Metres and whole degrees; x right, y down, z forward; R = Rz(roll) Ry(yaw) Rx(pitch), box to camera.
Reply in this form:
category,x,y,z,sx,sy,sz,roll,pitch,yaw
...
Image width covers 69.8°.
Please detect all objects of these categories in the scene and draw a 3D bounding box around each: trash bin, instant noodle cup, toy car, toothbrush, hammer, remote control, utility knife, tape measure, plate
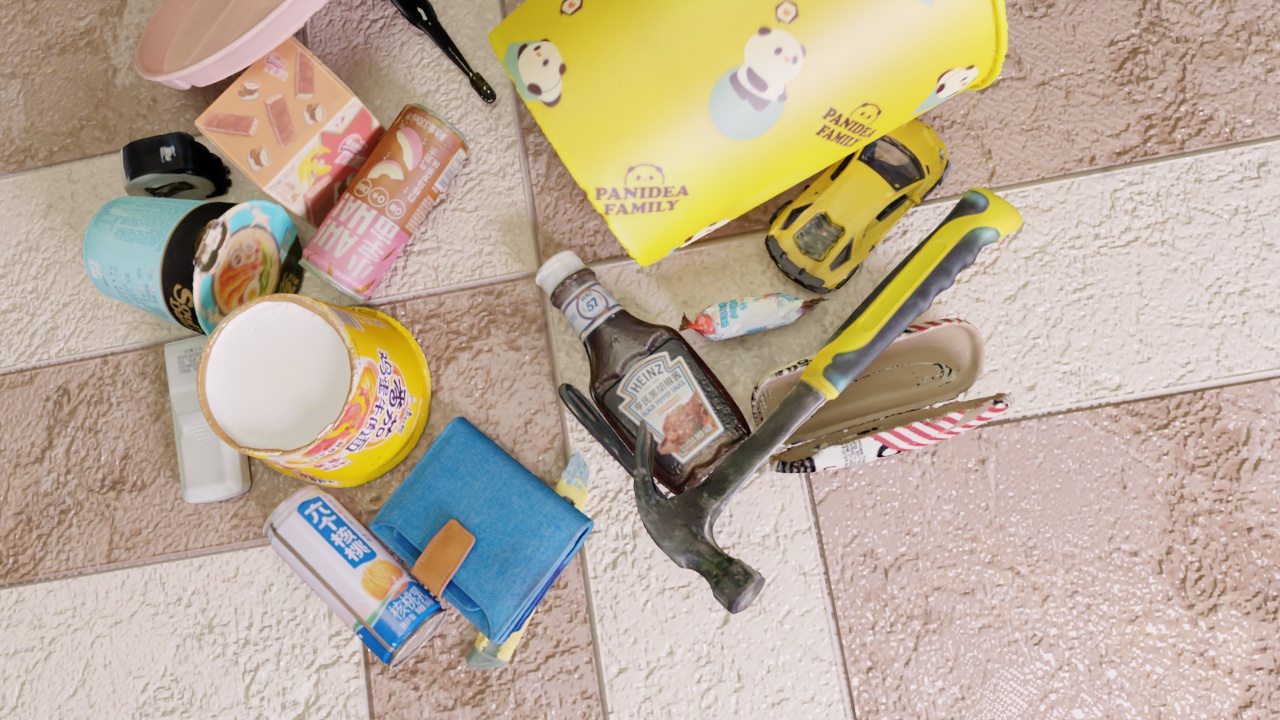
category,x,y,z,sx,sy,sz,roll,pitch,yaw
trash bin,0.058,-0.205,0.595,0.255,0.229,0.229,-33,78,6
instant noodle cup,-0.228,0.018,0.639,0.138,0.110,0.138,-1,81,6
toy car,0.155,-0.116,0.656,0.156,0.041,0.071,-44,79,-4
toothbrush,0.001,0.083,0.651,0.015,0.018,0.181,-42,77,2
toothbrush,-0.180,-0.282,0.728,0.026,0.027,0.212,-37,78,-8
hammer,0.123,0.002,0.589,0.323,0.032,0.126,-45,61,-11
remote control,-0.326,0.043,0.689,0.049,0.024,0.125,-13,78,3
utility knife,-0.075,0.144,0.652,0.031,0.018,0.167,25,79,4
tape measure,-0.361,-0.145,0.705,0.066,0.066,0.033,-12,81,3
instant noodle cup,-0.333,-0.074,0.674,0.120,0.111,0.111,14,82,16
plate,-0.285,-0.288,0.689,0.230,0.028,0.229,-17,52,22

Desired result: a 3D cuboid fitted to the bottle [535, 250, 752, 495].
category,x,y,z,sx,sy,sz,roll,pitch,yaw
bottle,-0.004,0.004,0.651,0.080,0.044,0.195,-39,78,0

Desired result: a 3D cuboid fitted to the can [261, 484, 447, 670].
category,x,y,z,sx,sy,sz,roll,pitch,yaw
can,-0.200,0.149,0.641,0.134,0.053,0.053,41,86,11

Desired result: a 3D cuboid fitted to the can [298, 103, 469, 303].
category,x,y,z,sx,sy,sz,roll,pitch,yaw
can,-0.190,-0.117,0.685,0.058,0.058,0.147,32,85,10

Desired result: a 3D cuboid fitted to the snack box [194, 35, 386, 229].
category,x,y,z,sx,sy,sz,roll,pitch,yaw
snack box,-0.250,-0.166,0.682,0.077,0.093,0.094,43,86,11

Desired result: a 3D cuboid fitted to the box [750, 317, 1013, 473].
category,x,y,z,sx,sy,sz,roll,pitch,yaw
box,0.156,0.021,0.616,0.163,0.076,0.088,-19,83,6

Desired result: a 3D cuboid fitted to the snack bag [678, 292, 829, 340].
category,x,y,z,sx,sy,sz,roll,pitch,yaw
snack bag,0.079,-0.032,0.648,0.105,0.045,0.026,-10,92,5

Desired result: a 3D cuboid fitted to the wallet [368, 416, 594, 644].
category,x,y,z,sx,sy,sz,roll,pitch,yaw
wallet,-0.113,0.116,0.640,0.133,0.040,0.106,35,84,22
